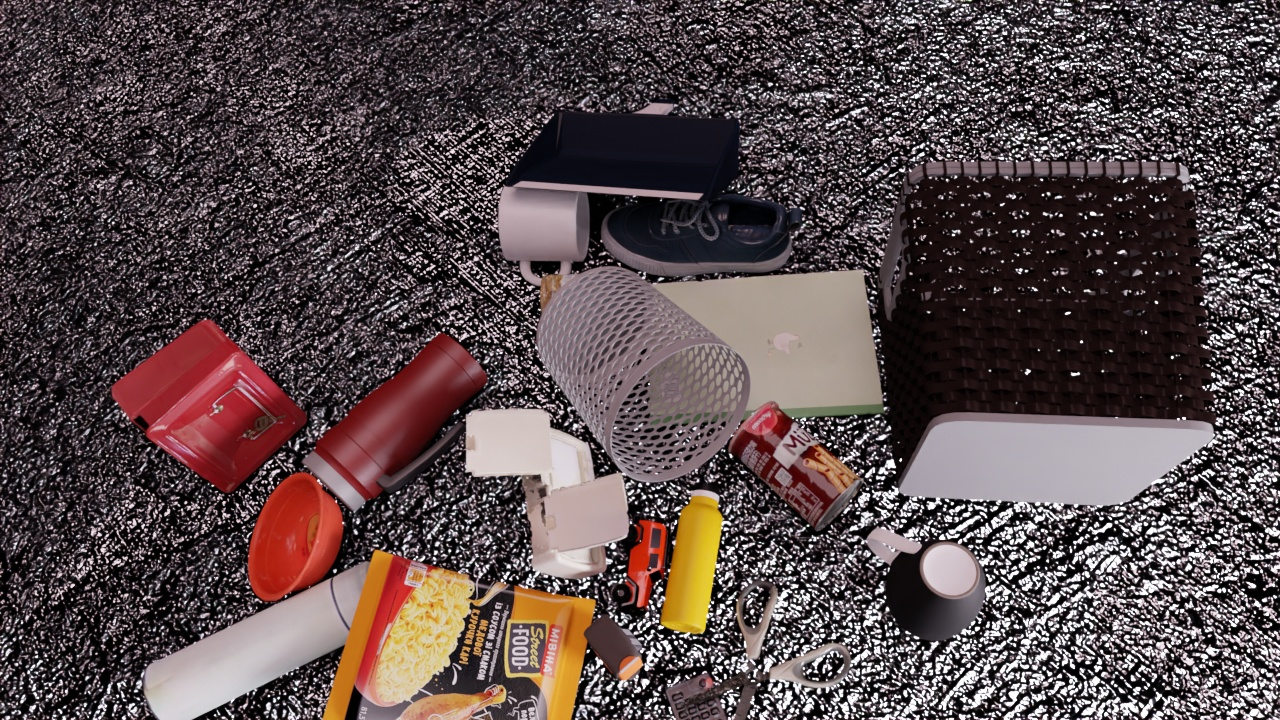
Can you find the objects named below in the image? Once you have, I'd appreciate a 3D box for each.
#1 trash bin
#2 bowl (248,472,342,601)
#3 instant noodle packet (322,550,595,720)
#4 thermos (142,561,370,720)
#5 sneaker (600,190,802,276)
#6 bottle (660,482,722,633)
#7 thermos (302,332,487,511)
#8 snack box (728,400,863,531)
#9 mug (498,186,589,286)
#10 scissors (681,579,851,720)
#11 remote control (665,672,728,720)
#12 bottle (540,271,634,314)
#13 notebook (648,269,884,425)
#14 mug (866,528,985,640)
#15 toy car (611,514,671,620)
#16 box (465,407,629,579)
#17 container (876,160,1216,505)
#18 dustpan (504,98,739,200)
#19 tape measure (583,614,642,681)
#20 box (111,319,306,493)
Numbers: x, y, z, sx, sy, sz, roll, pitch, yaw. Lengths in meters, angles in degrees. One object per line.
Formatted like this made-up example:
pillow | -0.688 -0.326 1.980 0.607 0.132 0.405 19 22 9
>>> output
trash bin | -0.006 0.006 0.930 0.156 0.156 0.183 -33 45 -11
bowl | -0.345 0.183 0.938 0.131 0.045 0.130 -20 58 35
instant noodle packet | -0.166 0.282 0.865 0.221 0.032 0.159 14 69 -4
thermos | -0.359 0.276 0.897 0.230 0.068 0.068 -24 62 -7
sneaker | 0.067 -0.155 1.064 0.236 0.087 0.089 3 63 8
bottle | 0.054 0.192 0.907 0.043 0.043 0.143 8 63 10
thermos | -0.252 0.071 0.983 0.108 0.084 0.198 35 69 23
snack box | 0.156 0.105 0.925 0.072 0.072 0.121 -41 66 -15
mug | -0.113 -0.148 1.088 0.090 0.091 0.121 2 95 7
scissors | 0.117 0.281 0.860 0.171 0.013 0.157 -3 54 -3
remote control | 0.070 0.363 0.829 0.047 0.022 0.150 -21 60 -4
bottle | -0.059 -0.073 1.052 0.105 0.056 0.056 -2 62 6
notebook | 0.133 -0.016 1.028 0.252 0.010 0.181 -4 62 5
mug | 0.262 0.195 0.849 0.084 0.100 0.119 -43 66 -16
toy car | 0.002 0.203 0.902 0.049 0.051 0.100 3 62 9
box | -0.067 0.117 0.864 0.105 0.187 0.143 -22 64 23
container | 0.366 -0.015 0.871 0.246 0.248 0.243 2 66 7
dustpan | -0.003 -0.263 1.102 0.236 0.080 0.272 7 21 15
tape measure | -0.020 0.272 0.865 0.038 0.059 0.058 -38 55 -15
box | -0.453 0.049 0.977 0.128 0.158 0.087 -41 60 -16
